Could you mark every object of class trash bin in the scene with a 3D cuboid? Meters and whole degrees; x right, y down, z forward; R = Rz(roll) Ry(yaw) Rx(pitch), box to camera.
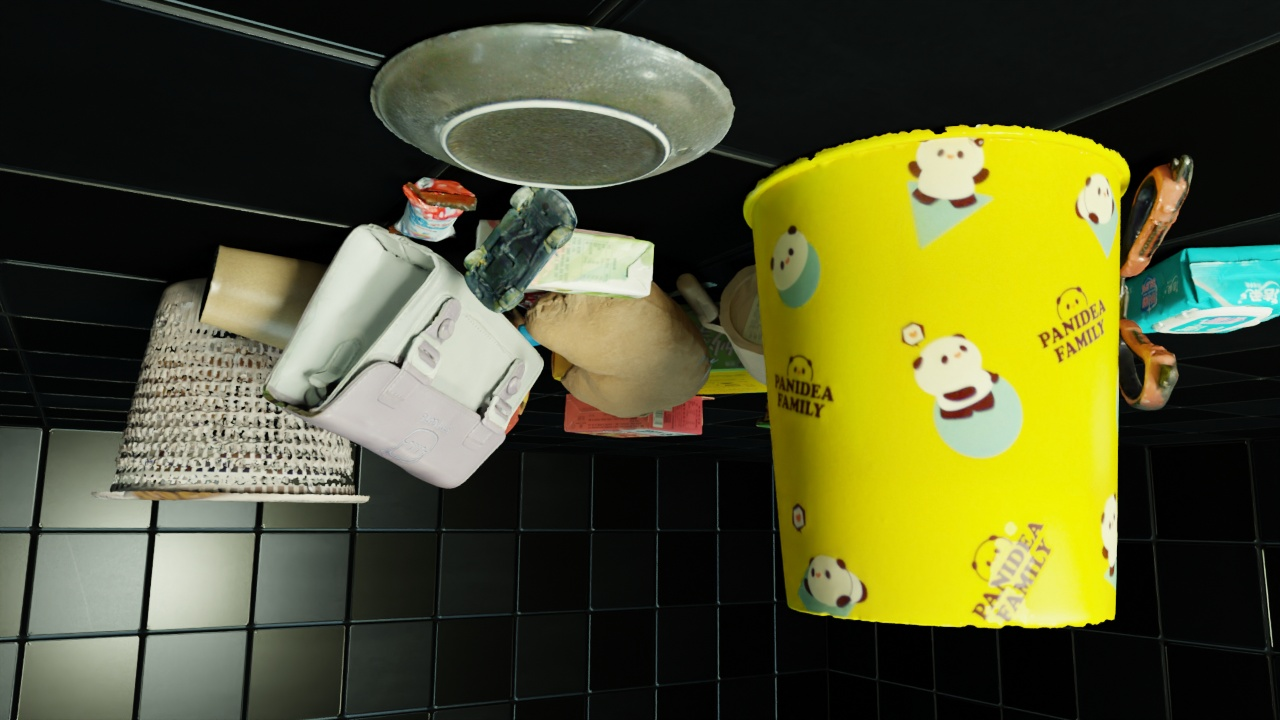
[{"bbox_3d":[-0.360,0.033,0.834,0.227,0.192,0.227,0,171,0],"label":"trash bin"},{"bbox_3d":[0.179,0.022,0.561,0.229,0.255,0.230,1,170,0],"label":"trash bin"}]

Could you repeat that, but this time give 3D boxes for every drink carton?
[{"bbox_3d":[-0.056,-0.071,0.645,0.122,0.045,0.053,4,179,-12],"label":"drink carton"}]

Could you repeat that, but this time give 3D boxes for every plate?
[{"bbox_3d":[-0.042,-0.114,0.459,0.179,0.024,0.179,0,170,0],"label":"plate"}]

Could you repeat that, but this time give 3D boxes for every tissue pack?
[{"bbox_3d":[0.443,-0.051,0.719,0.093,0.050,0.133,-1,171,3],"label":"tissue pack"}]

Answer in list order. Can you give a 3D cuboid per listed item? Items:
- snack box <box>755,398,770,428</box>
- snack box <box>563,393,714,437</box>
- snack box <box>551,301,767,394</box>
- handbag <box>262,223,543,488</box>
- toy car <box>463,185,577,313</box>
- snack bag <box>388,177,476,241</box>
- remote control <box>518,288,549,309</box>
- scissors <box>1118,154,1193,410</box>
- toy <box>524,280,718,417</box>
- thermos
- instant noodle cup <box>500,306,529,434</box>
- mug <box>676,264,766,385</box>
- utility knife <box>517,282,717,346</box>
[{"bbox_3d":[0.208,0.025,1.022,0.118,0.105,0.118,9,169,-37],"label":"snack box"},{"bbox_3d":[0.001,0.059,0.996,0.113,0.044,0.127,-5,170,35],"label":"snack box"},{"bbox_3d":[0.035,-0.007,0.944,0.210,0.070,0.157,-3,170,20],"label":"snack box"},{"bbox_3d":[-0.167,0.009,0.697,0.098,0.144,0.197,27,169,26],"label":"handbag"},{"bbox_3d":[-0.074,-0.070,0.577,0.091,0.043,0.034,-48,168,27],"label":"toy car"},{"bbox_3d":[-0.132,-0.093,0.578,0.045,0.026,0.105,1,173,-19],"label":"snack bag"},{"bbox_3d":[-0.084,-0.057,0.807,0.056,0.020,0.136,-2,170,18],"label":"remote control"},{"bbox_3d":[0.302,-0.038,0.573,0.015,0.188,0.227,6,150,13],"label":"scissors"},{"bbox_3d":[-0.005,0.005,0.799,0.143,0.082,0.226,3,149,21],"label":"toy"},{"bbox_3d":[-0.266,-0.041,0.727,0.143,0.093,0.093,14,165,-29],"label":"thermos"},{"bbox_3d":[-0.186,0.008,0.884,0.109,0.138,0.137,3,172,27],"label":"instant noodle cup"},{"bbox_3d":[0.096,-0.035,0.768,0.125,0.084,0.103,21,172,21],"label":"mug"},{"bbox_3d":[-0.023,-0.043,0.812,0.187,0.018,0.034,-14,164,10],"label":"utility knife"}]
